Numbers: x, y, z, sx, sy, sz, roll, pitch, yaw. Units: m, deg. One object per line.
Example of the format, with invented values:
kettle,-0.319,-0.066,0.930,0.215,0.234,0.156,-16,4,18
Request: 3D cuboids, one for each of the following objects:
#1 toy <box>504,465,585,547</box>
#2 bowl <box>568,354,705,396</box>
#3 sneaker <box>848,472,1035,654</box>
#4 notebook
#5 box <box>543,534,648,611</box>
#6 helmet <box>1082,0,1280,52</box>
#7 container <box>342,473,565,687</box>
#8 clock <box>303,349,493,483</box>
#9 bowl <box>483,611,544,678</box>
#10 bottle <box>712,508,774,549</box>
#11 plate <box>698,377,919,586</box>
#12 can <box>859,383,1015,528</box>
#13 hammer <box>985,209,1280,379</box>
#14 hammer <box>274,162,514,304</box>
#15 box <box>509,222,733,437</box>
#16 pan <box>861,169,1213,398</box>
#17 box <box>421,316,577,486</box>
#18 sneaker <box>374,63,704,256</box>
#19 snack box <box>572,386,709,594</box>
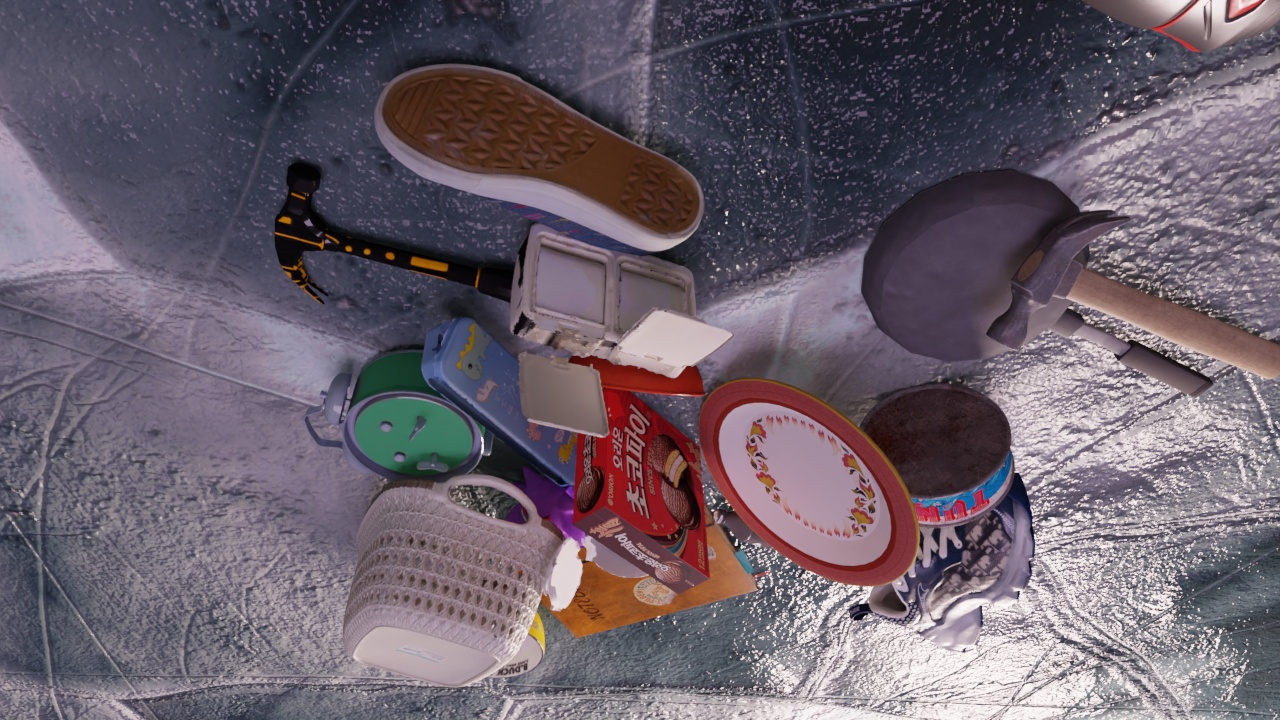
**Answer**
toy,-0.092,0.149,0.919,0.106,0.055,0.088,32,139,17
bowl,-0.005,0.004,0.767,0.122,0.122,0.035,7,92,-7
sneaker,0.308,0.209,0.957,0.132,0.103,0.270,9,135,0
notebook,-0.001,0.234,1.024,0.250,0.014,0.178,-19,130,17
box,-0.027,0.168,0.869,0.112,0.162,0.085,4,125,4
helmet,0.269,-0.287,0.452,0.170,0.163,0.265,11,142,4
container,-0.188,0.215,0.876,0.184,0.142,0.247,21,146,-14
clock,-0.219,0.057,0.820,0.161,0.075,0.122,-5,133,4
bowl,-0.167,0.305,1.053,0.117,0.067,0.117,0,132,0
bottle,0.126,0.176,0.957,0.110,0.036,0.036,20,129,-17
plate,0.148,0.108,0.824,0.230,0.021,0.230,32,143,27
can,0.259,0.082,0.810,0.130,0.129,0.044,-15,131,13
hammer,0.427,-0.031,0.741,0.330,0.030,0.119,15,111,-25
hammer,-0.131,-0.064,0.742,0.320,0.036,0.124,14,133,-10
box,-0.014,-0.033,0.670,0.145,0.185,0.096,13,124,-21
pan,0.349,-0.034,0.765,0.357,0.041,0.179,21,129,-19
box,-0.104,0.040,0.796,0.049,0.066,0.209,-21,137,24
sneaker,-0.072,-0.137,0.659,0.235,0.087,0.079,19,163,-13
snack box,0.002,0.108,0.817,0.036,0.151,0.132,-33,125,26
